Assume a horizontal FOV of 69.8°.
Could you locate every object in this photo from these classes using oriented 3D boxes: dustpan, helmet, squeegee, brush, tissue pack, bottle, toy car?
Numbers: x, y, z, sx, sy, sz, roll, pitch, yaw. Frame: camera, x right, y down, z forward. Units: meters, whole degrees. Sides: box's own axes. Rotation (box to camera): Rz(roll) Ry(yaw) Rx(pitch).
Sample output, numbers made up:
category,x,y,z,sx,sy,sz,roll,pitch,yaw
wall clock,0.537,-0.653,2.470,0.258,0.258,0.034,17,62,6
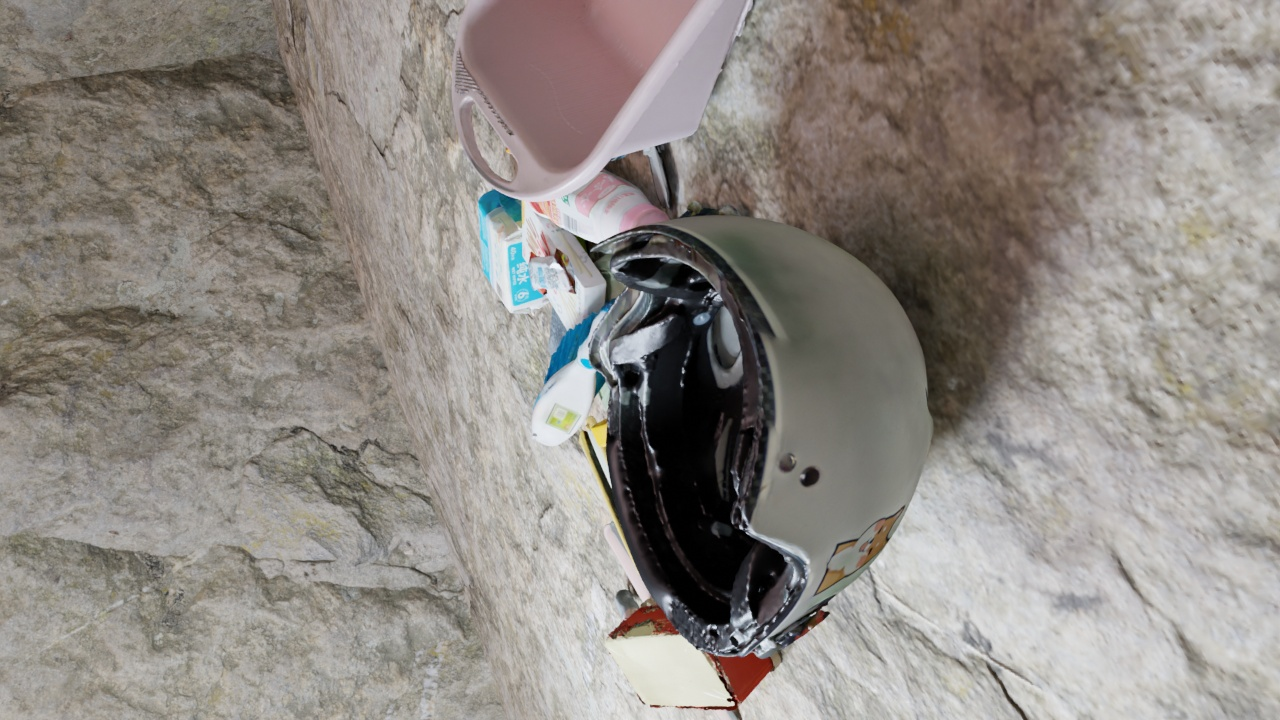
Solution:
category,x,y,z,sx,sy,sz,roll,pitch,yaw
dustpan,-0.040,-0.243,0.598,0.222,0.138,0.274,54,149,32
helmet,0.074,0.036,0.533,0.275,0.156,0.230,93,155,-48
squeegee,-0.002,0.287,1.031,0.247,0.040,0.250,57,166,-2
brush,-0.045,-0.001,0.801,0.315,0.060,0.109,-57,9,55
tissue pack,-0.146,-0.129,1.078,0.090,0.063,0.140,53,153,38
bottle,-0.039,-0.138,0.811,0.197,0.068,0.068,36,138,52
toy car,0.045,-0.090,0.670,0.034,0.043,0.090,51,169,-21

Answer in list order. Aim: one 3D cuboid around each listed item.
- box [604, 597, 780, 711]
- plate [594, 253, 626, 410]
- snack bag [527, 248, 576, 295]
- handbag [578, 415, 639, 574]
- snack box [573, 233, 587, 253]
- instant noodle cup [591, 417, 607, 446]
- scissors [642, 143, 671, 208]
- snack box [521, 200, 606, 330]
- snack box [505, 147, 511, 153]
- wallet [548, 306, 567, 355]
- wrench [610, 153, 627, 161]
category,x,y,z,sx,sy,sz,roll,pitch,yaw
box,0.036,0.269,0.840,0.091,0.079,0.169,57,145,-1
plate,-0.005,0.005,0.883,0.230,0.027,0.231,51,151,44
snack bag,-0.084,-0.083,0.860,0.104,0.026,0.048,3,115,66
handbag,-0.009,0.134,0.881,0.163,0.063,0.179,65,163,13
snack box,-0.090,-0.153,0.974,0.086,0.026,0.156,23,127,64
instant noodle cup,0.038,0.079,0.722,0.114,0.118,0.119,65,159,-1
scissors,0.010,-0.204,0.705,0.185,0.019,0.132,68,158,8
snack box,-0.079,-0.092,0.917,0.156,0.026,0.085,56,153,36
snack box,-0.081,-0.241,0.832,0.154,0.026,0.075,-13,64,64
wallet,-0.076,-0.016,1.057,0.097,0.019,0.121,55,151,34
wrench,-0.058,-0.217,0.840,0.273,0.016,0.056,-143,41,-64
